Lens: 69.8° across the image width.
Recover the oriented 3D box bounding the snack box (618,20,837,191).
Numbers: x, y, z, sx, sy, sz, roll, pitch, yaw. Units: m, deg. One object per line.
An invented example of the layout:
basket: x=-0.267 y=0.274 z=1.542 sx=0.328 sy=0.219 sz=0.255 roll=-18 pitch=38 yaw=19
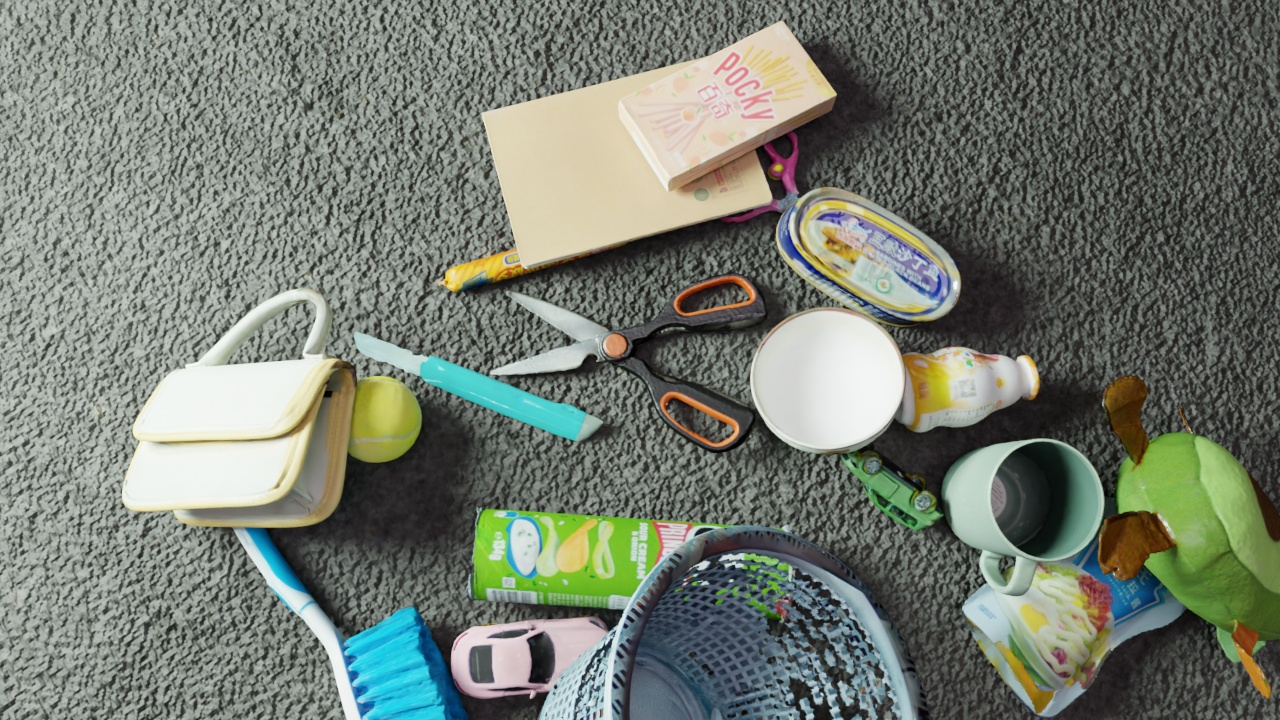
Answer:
snack box: x=0.070 y=-0.206 z=0.741 sx=0.157 sy=0.026 sz=0.084 roll=-29 pitch=73 yaw=-8

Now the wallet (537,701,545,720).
wallet: x=-0.052 y=0.330 z=0.685 sx=0.096 sy=0.020 sz=0.122 roll=23 pitch=83 yaw=7

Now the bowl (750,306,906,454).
bowl: x=0.144 y=0.023 z=0.703 sx=0.113 sy=0.062 sz=0.113 roll=-6 pitch=66 yaw=13

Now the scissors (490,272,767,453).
scissors: x=0.004 y=-0.012 z=0.736 sx=0.222 sy=0.022 sz=0.221 roll=-43 pitch=80 yaw=-9

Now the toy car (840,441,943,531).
toy car: x=0.192 y=0.095 z=0.711 sx=0.091 sy=0.043 sz=0.036 roll=40 pitch=105 yaw=-4

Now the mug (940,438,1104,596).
mug: x=0.274 y=0.116 z=0.678 sx=0.082 sy=0.106 sz=0.111 roll=11 pitch=81 yaw=-1

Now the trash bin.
trash bin: x=0.035 y=0.241 z=0.590 sx=0.226 sy=0.196 sz=0.226 roll=15 pitch=59 yaw=-26

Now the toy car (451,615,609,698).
toy car: x=-0.081 y=0.223 z=0.691 sx=0.122 sy=0.037 sz=0.056 roll=-5 pitch=83 yaw=-3

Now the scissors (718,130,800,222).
scissors: x=0.116 y=-0.129 z=0.756 sx=0.128 sy=0.017 sz=0.133 roll=-23 pitch=86 yaw=-6

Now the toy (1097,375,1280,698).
toy: x=0.402 y=0.123 z=0.648 sx=0.246 sy=0.090 sz=0.226 roll=33 pitch=50 yaw=-25

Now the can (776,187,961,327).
can: x=0.179 y=-0.080 z=0.726 sx=0.148 sy=0.049 sz=0.074 roll=31 pitch=87 yaw=-2

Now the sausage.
sausage: x=-0.083 y=-0.084 z=0.740 sx=0.165 sy=0.021 sz=0.021 roll=-17 pitch=83 yaw=-3

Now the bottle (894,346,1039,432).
bottle: x=0.250 y=0.020 z=0.713 sx=0.108 sy=0.063 sz=0.063 roll=-7 pitch=82 yaw=-2

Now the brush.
brush: x=-0.215 y=0.207 z=0.684 sx=0.109 sy=0.060 sz=0.314 roll=-25 pitch=81 yaw=-1

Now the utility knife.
utility knife: x=-0.130 y=0.020 z=0.727 sx=0.209 sy=0.013 sz=0.029 roll=21 pitch=109 yaw=0

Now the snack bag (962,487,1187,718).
snack bag: x=0.348 y=0.178 z=0.708 sx=0.191 sy=0.039 sz=0.110 roll=-34 pitch=79 yaw=-9

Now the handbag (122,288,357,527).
handbag: x=-0.290 y=0.029 z=0.674 sx=0.164 sy=0.063 sz=0.178 roll=-4 pitch=68 yaw=21

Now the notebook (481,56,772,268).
notebook: x=-0.013 y=-0.166 z=0.749 sx=0.207 sy=0.008 sz=0.147 roll=-16 pitch=72 yaw=-4

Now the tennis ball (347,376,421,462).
tennis ball: x=-0.200 y=0.045 z=0.697 sx=0.065 sy=0.065 sz=0.065 roll=0 pitch=82 yaw=-2

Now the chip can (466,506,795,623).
chip can: x=-0.007 y=0.152 z=0.684 sx=0.236 sy=0.072 sz=0.072 roll=4 pitch=82 yaw=0
